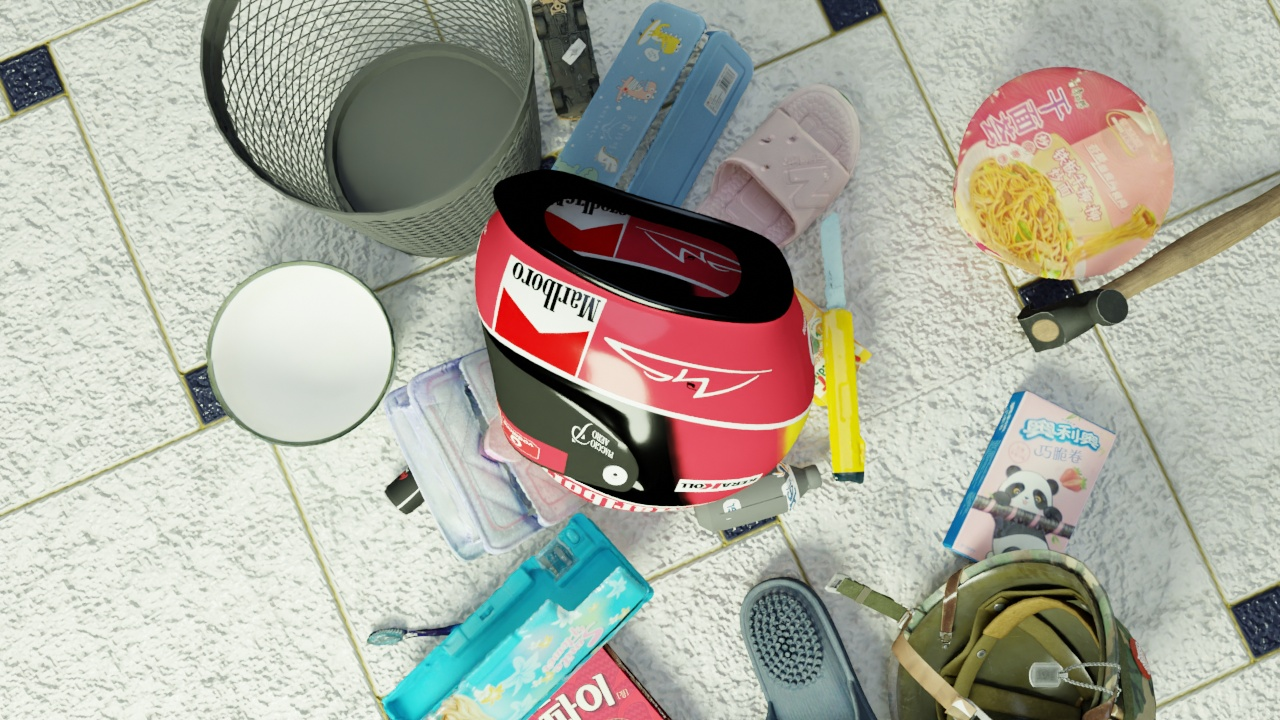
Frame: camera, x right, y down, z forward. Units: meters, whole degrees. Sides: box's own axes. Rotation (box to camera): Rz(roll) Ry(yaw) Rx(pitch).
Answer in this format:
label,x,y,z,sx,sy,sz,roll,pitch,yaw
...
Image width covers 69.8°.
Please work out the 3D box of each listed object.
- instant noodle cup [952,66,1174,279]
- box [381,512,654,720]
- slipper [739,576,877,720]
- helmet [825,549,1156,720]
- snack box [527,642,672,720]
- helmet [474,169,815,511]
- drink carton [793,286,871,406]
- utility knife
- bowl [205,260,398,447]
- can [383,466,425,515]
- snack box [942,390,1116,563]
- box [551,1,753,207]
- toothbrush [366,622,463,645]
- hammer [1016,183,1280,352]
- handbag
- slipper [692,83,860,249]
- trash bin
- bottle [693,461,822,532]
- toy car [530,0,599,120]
label,x,y,z,sx,sy,sz,roll,pitch,yaw
instant noodle cup,0.349,-0.152,0.791,0.178,0.078,0.178,0,87,0
box,-0.107,0.223,0.713,0.226,0.117,0.097,-43,69,-4
slipper,0.144,0.309,0.740,0.101,0.082,0.263,-20,83,21
helmet,0.276,0.249,0.699,0.236,0.192,0.224,9,108,-20
snack box,-0.057,0.327,0.773,0.152,0.036,0.132,-41,87,-3
helmet,-0.004,0.004,0.707,0.271,0.197,0.225,17,124,-3
drink carton,0.137,-0.018,0.797,0.122,0.041,0.058,42,87,2
utility knife,0.167,-0.011,0.766,0.030,0.019,0.227,-3,91,-7
bowl,-0.276,-0.004,0.776,0.153,0.073,0.153,0,87,-1
can,-0.181,0.096,0.790,0.080,0.031,0.031,-42,87,-3
snack box,0.335,0.112,0.793,0.088,0.033,0.154,27,86,2
box,0.010,-0.202,0.795,0.122,0.047,0.209,30,85,-14
toothbrush,-0.141,0.231,0.788,0.189,0.017,0.016,-5,86,0
hammer,0.458,-0.089,0.780,0.305,0.132,0.040,-27,86,-14
handbag,-0.120,0.070,0.756,0.126,0.069,0.158,-24,86,-43
slipper,0.107,-0.140,0.794,0.094,0.064,0.239,41,88,2
trash bin,-0.180,-0.193,0.713,0.218,0.227,0.217,0,86,-1
bottle,0.100,0.113,0.785,0.112,0.047,0.047,-16,86,-1
toy car,-0.064,-0.272,0.811,0.047,0.047,0.112,-12,115,-1
